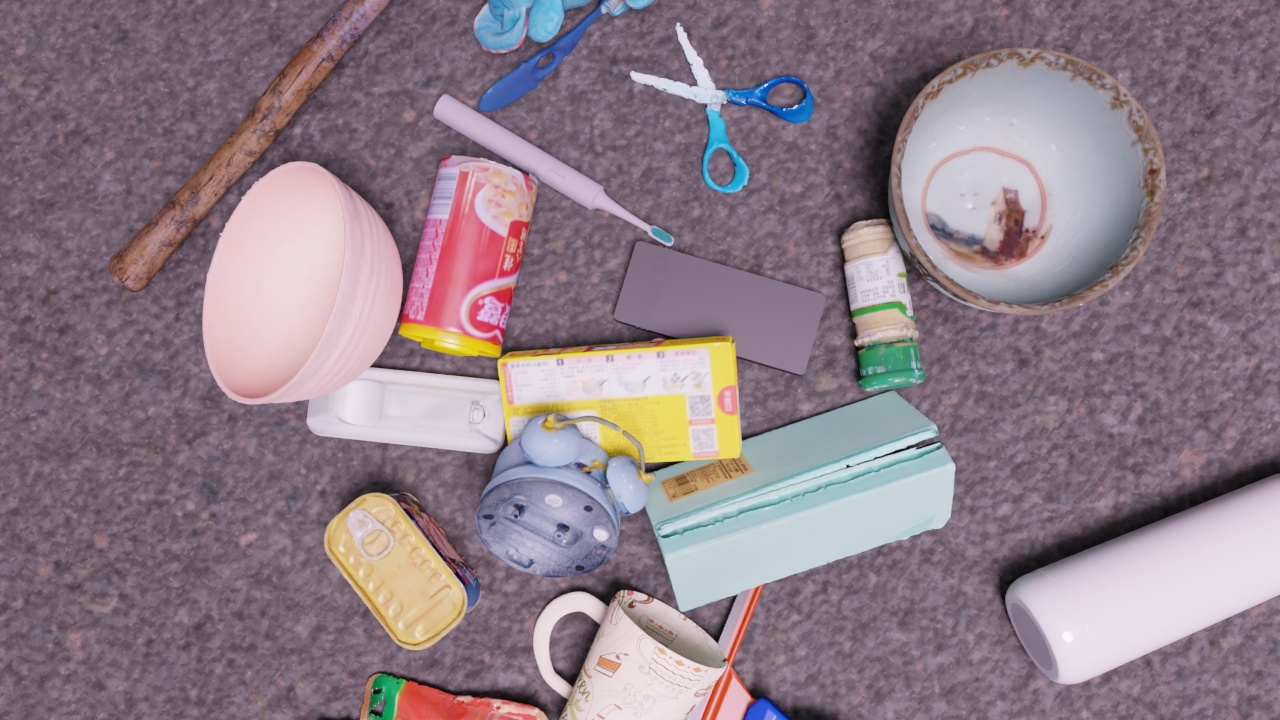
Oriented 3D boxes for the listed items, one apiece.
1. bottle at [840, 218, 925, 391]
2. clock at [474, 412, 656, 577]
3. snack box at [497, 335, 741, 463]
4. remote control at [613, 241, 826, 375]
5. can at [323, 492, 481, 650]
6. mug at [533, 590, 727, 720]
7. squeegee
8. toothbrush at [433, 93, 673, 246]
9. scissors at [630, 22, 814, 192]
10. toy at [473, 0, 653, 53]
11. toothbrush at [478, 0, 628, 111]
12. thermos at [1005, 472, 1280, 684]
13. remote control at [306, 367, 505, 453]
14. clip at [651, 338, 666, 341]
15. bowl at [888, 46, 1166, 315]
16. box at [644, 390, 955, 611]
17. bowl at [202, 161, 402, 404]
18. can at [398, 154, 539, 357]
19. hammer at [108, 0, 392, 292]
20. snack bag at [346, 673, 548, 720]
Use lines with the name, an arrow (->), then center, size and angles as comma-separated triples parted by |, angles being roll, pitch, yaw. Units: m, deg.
bottle -> 0.157, -0.036, 0.602 | 0.042, 0.043, 0.110 | -7, 84, 1
clock -> -0.047, 0.080, 0.567 | 0.088, 0.051, 0.125 | 31, 124, -16
snack box -> -0.013, 0.028, 0.590 | 0.152, 0.025, 0.075 | -4, 101, 10
remote control -> 0.053, -0.035, 0.618 | 0.133, 0.013, 0.058 | 17, 86, 3
can -> -0.149, 0.131, 0.588 | 0.054, 0.059, 0.100 | -39, 85, -2
mug -> -0.021, 0.197, 0.579 | 0.122, 0.081, 0.097 | 32, 94, 25
squeegee -> 0.120, 0.251, 0.570 | 0.185, 0.055, 0.249 | 20, 77, 18
toothbrush -> -0.058, -0.128, 0.627 | 0.188, 0.019, 0.018 | 31, 84, 4
scissors -> 0.061, -0.183, 0.633 | 0.117, 0.014, 0.130 | -27, 81, 3
toy -> -0.034, -0.270, 0.585 | 0.181, 0.114, 0.183 | 39, 104, 41
toothbrush -> -0.059, -0.214, 0.636 | 0.132, 0.021, 0.016 | -40, 50, -2
thermos -> 0.345, 0.120, 0.553 | 0.230, 0.101, 0.068 | -22, 65, -1
remote control -> -0.156, 0.032, 0.615 | 0.133, 0.022, 0.050 | 6, 85, 3
clip -> -0.002, 0.003, 0.616 | 0.060, 0.043, 0.023 | -38, 81, 26
bowl -> 0.227, -0.101, 0.578 | 0.160, 0.094, 0.160 | 0, 85, 2
box -> 0.094, 0.078, 0.589 | 0.188, 0.077, 0.091 | -19, 46, -2
bowl -> -0.204, -0.042, 0.585 | 0.153, 0.076, 0.153 | -9, 74, 35
can -> -0.112, -0.066, 0.600 | 0.067, 0.067, 0.124 | 12, 85, 3
hammer -> -0.243, -0.178, 0.618 | 0.330, 0.033, 0.120 | -46, 41, 5
snack bag -> -0.137, 0.253, 0.590 | 0.155, 0.044, 0.087 | 6, 80, 7
